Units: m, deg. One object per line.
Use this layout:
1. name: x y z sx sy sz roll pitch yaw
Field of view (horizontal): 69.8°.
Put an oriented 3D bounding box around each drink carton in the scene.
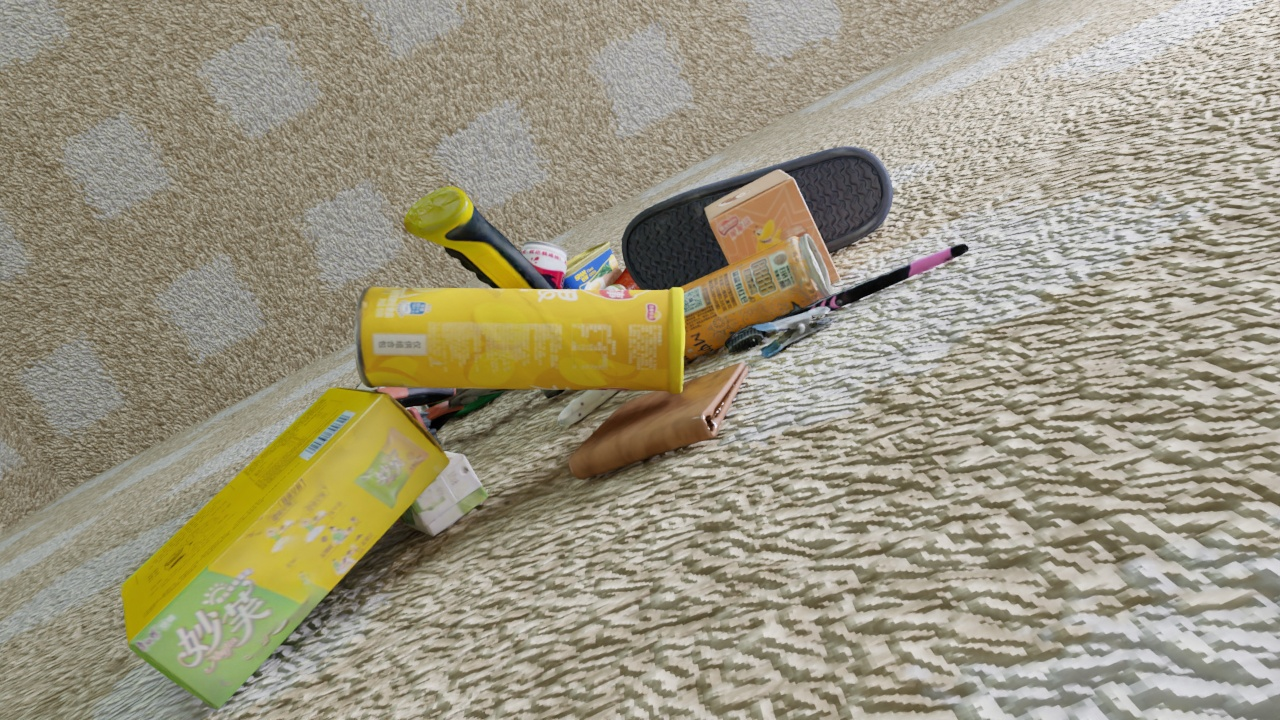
1. drink carton: -0.167 0.096 0.701 0.053 0.045 0.123 -35 15 -26

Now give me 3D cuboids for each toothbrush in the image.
1. toothbrush: -0.005 0.005 0.788 0.187 0.016 0.017 -37 8 -34
2. toothbrush: 0.147 -0.044 0.673 0.189 0.014 0.017 -23 24 19

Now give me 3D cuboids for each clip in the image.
1. clip: 0.110 -0.024 0.657 0.058 0.043 0.027 -20 11 1

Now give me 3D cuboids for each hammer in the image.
1. hammer: -0.076 -0.047 0.705 0.126 0.032 0.323 -24 -23 8

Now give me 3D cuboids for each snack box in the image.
1. snack box: 0.110 -0.102 0.786 0.077 0.094 0.092 -26 13 9
2. snack box: -0.248 0.114 0.633 0.209 0.070 0.158 -49 23 -21

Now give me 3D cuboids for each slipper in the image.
1. slipper: 0.114 -0.125 0.890 0.269 0.110 0.083 -17 0 23

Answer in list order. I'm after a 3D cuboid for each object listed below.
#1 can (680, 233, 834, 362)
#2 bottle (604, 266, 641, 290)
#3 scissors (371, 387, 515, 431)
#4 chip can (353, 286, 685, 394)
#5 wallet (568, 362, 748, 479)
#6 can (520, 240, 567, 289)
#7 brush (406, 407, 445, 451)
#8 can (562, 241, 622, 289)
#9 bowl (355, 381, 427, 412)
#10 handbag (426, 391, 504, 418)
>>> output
1. can: 0.075 -0.046 0.725 0.146 0.058 0.058 -23 14 20
2. bottle: 0.005 -0.092 1.039 0.060 0.060 0.205 -12 21 49
3. scissors: -0.181 0.037 0.853 0.226 0.015 0.188 -29 -20 19
4. chip can: -0.077 -0.014 0.614 0.213 0.072 0.072 0 15 1
5. wallet: 0.016 0.038 0.617 0.101 0.020 0.115 -20 12 24
6. can: -0.114 -0.057 0.975 0.053 0.132 0.053 11 -11 2
7. brush: -0.249 0.098 0.818 0.146 0.063 0.069 -25 0 18
8. can: -0.058 -0.078 1.061 0.057 0.083 0.101 -16 17 40
9. bowl: -0.274 0.055 0.989 0.117 0.066 0.116 -42 24 23
10. handbag: -0.188 0.013 1.034 0.120 0.068 0.131 -23 9 -22
